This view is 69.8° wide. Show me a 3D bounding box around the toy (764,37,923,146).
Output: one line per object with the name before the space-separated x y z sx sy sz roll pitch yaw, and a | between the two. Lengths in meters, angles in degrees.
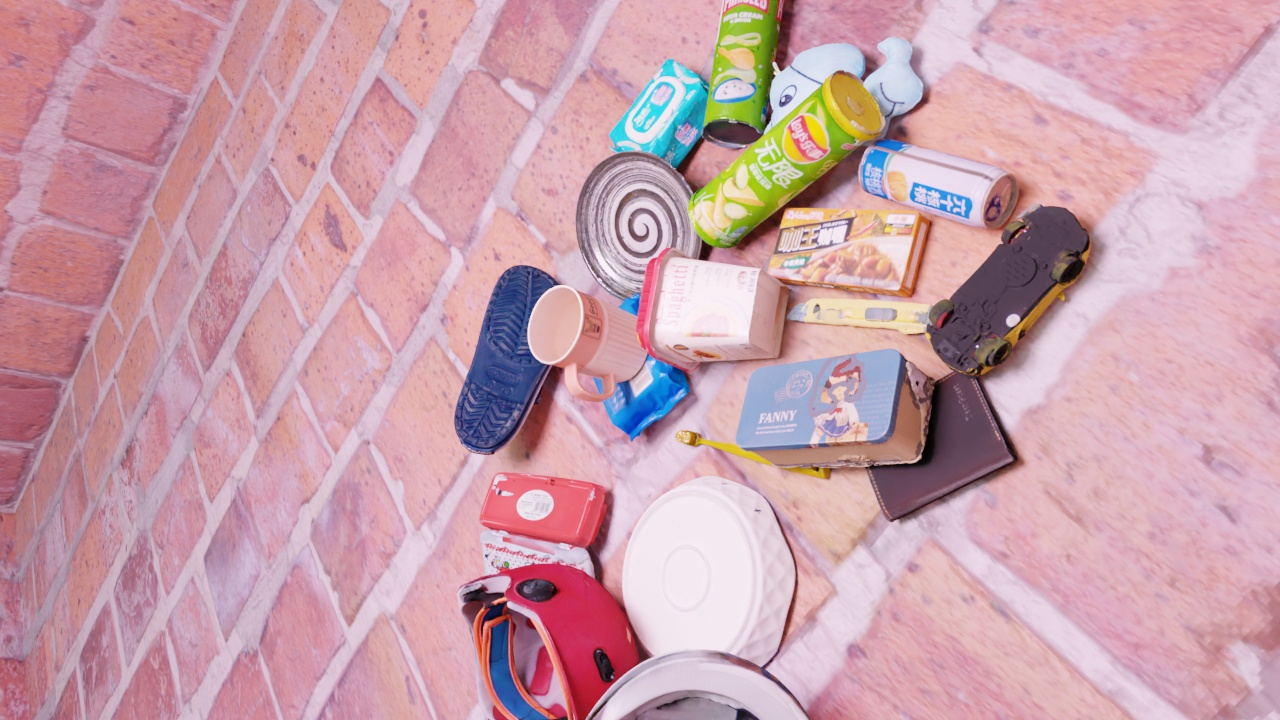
toy | 0.194 -0.267 0.920 0.162 0.049 0.156 -48 56 25

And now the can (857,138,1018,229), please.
can | 0.262 -0.158 0.815 0.135 0.053 0.053 32 101 45

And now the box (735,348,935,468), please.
box | 0.167 0.047 0.825 0.185 0.062 0.089 -11 56 45

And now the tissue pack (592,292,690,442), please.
tissue pack | -0.006 0.006 1.033 0.095 0.052 0.157 -43 52 25

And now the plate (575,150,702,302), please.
plate | -0.001 -0.151 1.060 0.180 0.024 0.179 11 109 33

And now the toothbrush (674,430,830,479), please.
toothbrush | 0.107 0.092 0.920 0.190 0.016 0.015 10 85 46

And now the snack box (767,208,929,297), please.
snack box | 0.197 -0.107 0.884 0.154 0.026 0.075 12 86 46

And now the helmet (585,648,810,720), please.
helmet | 0.050 0.373 0.783 0.229 0.146 0.258 5 79 9

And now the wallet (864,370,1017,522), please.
wallet | 0.248 0.071 0.785 0.123 0.020 0.096 -36 52 31

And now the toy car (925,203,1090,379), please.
toy car | 0.303 -0.055 0.752 0.156 0.041 0.071 -53 48 14

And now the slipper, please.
slipper | -0.160 0.004 1.163 0.095 0.105 0.252 108 179 -70

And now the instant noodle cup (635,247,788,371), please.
instant noodle cup | 0.076 -0.050 0.934 0.124 0.116 0.116 4 80 34

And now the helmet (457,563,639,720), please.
helmet | -0.072 0.302 0.929 0.240 0.143 0.207 8 111 53

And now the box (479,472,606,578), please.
box | -0.121 0.212 1.088 0.201 0.058 0.161 -1 80 45

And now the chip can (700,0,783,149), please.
chip can | 0.118 -0.356 1.007 0.072 0.072 0.236 2 80 45

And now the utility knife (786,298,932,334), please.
utility knife | 0.209 -0.042 0.866 0.167 0.018 0.031 5 76 50

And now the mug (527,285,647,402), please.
mug | -0.052 -0.011 0.968 0.082 0.105 0.114 -25 61 36

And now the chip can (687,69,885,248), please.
chip can | 0.136 -0.191 0.913 0.222 0.072 0.072 -36 54 45

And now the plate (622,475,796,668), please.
plate | 0.057 0.216 0.912 0.205 0.045 0.204 -17 66 41

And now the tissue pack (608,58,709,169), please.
tissue pack | 0.027 -0.280 1.077 0.133 0.050 0.093 -53 46 7
